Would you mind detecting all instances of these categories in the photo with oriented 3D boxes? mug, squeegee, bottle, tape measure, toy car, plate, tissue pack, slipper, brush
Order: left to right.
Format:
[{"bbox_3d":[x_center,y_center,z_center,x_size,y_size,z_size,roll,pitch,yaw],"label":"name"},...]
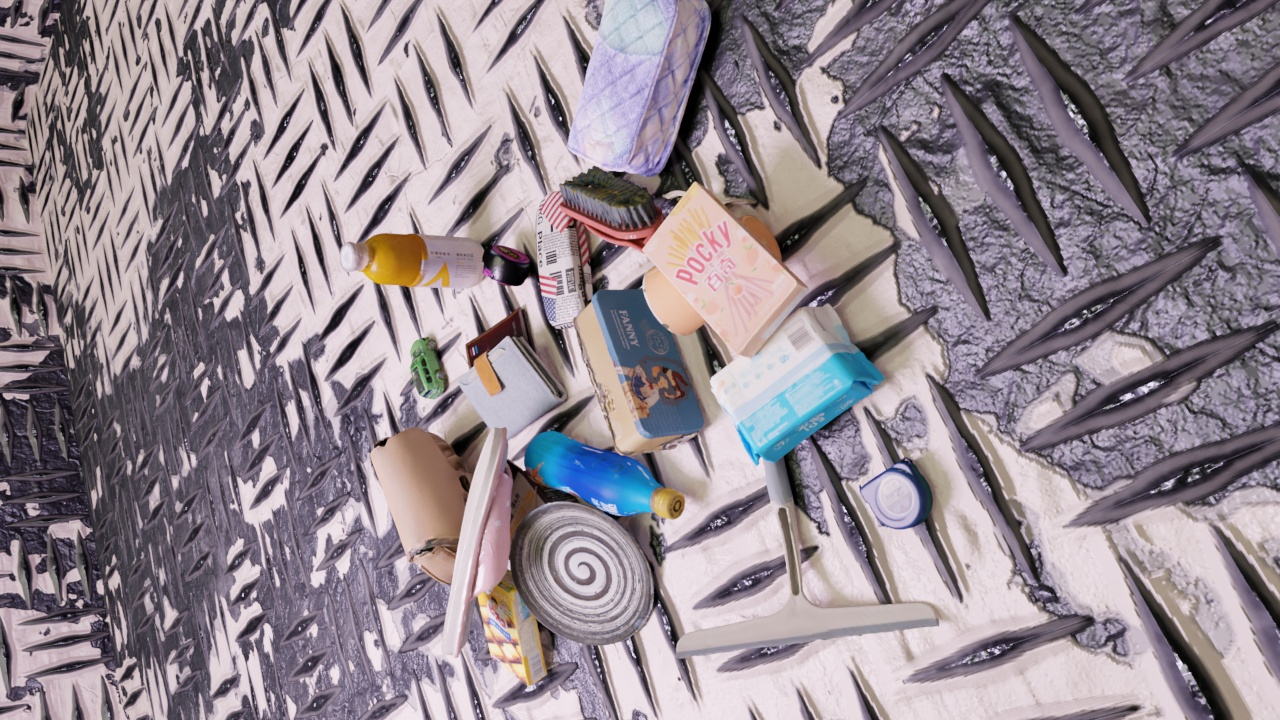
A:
[{"bbox_3d":[-0.285,-0.127,1.163,0.068,0.189,0.068,3,94,44],"label":"bottle"},{"bbox_3d":[-0.303,0.010,1.294,0.043,0.036,0.091,-40,60,39],"label":"toy car"},{"bbox_3d":[-0.180,0.212,1.061,0.114,0.054,0.274,-154,77,-76],"label":"slipper"},{"bbox_3d":[-0.167,-0.116,1.139,0.058,0.057,0.039,50,122,51],"label":"tape measure"},{"bbox_3d":[-0.065,0.239,1.037,0.180,0.024,0.179,7,108,23],"label":"plate"},{"bbox_3d":[-0.041,0.131,1.013,0.219,0.065,0.065,13,100,44],"label":"bottle"},{"bbox_3d":[-0.025,-0.157,0.990,0.146,0.063,0.069,33,149,47],"label":"brush"},{"bbox_3d":[0.072,-0.085,0.894,0.123,0.078,0.078,-31,70,36],"label":"mug"},{"bbox_3d":[0.132,0.139,0.863,0.247,0.039,0.246,-16,72,25],"label":"squeegee"},{"bbox_3d":[0.137,0.023,0.824,0.140,0.063,0.090,-39,62,18],"label":"tissue pack"},{"bbox_3d":[0.221,0.117,0.783,0.058,0.025,0.054,-46,62,40],"label":"tape measure"}]

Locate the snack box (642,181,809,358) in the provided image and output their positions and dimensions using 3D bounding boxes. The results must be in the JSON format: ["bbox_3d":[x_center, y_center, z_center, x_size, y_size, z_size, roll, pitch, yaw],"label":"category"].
[{"bbox_3d":[0.073,-0.083,0.831,0.085,0.026,0.157,-52,56,19],"label":"snack box"}]

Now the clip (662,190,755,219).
[{"bbox_3d":[0.065,-0.136,0.928,0.103,0.034,0.092,28,106,33],"label":"clip"}]

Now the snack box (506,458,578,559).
[{"bbox_3d":[-0.128,0.198,1.111,0.125,0.053,0.113,46,122,34],"label":"snack box"}]

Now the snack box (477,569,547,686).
[{"bbox_3d":[-0.161,0.321,1.130,0.087,0.033,0.140,17,120,47],"label":"snack box"}]

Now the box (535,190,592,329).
[{"bbox_3d":[-0.087,-0.118,1.077,0.071,0.057,0.164,-14,80,61],"label":"box"}]

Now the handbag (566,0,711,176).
[{"bbox_3d":[-0.005,-0.295,0.964,0.134,0.075,0.194,37,114,43],"label":"handbag"}]

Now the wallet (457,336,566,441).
[{"bbox_3d":[-0.165,0.035,1.132,0.130,0.036,0.106,-35,94,40],"label":"wallet"}]

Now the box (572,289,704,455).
[{"bbox_3d":[-0.006,0.006,0.961,0.060,0.089,0.184,-38,67,46],"label":"box"}]

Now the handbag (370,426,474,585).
[{"bbox_3d":[-0.264,0.180,1.186,0.100,0.147,0.204,-32,68,9],"label":"handbag"}]

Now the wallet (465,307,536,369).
[{"bbox_3d":[-0.178,-0.001,1.181,0.123,0.020,0.096,-29,71,39],"label":"wallet"}]
